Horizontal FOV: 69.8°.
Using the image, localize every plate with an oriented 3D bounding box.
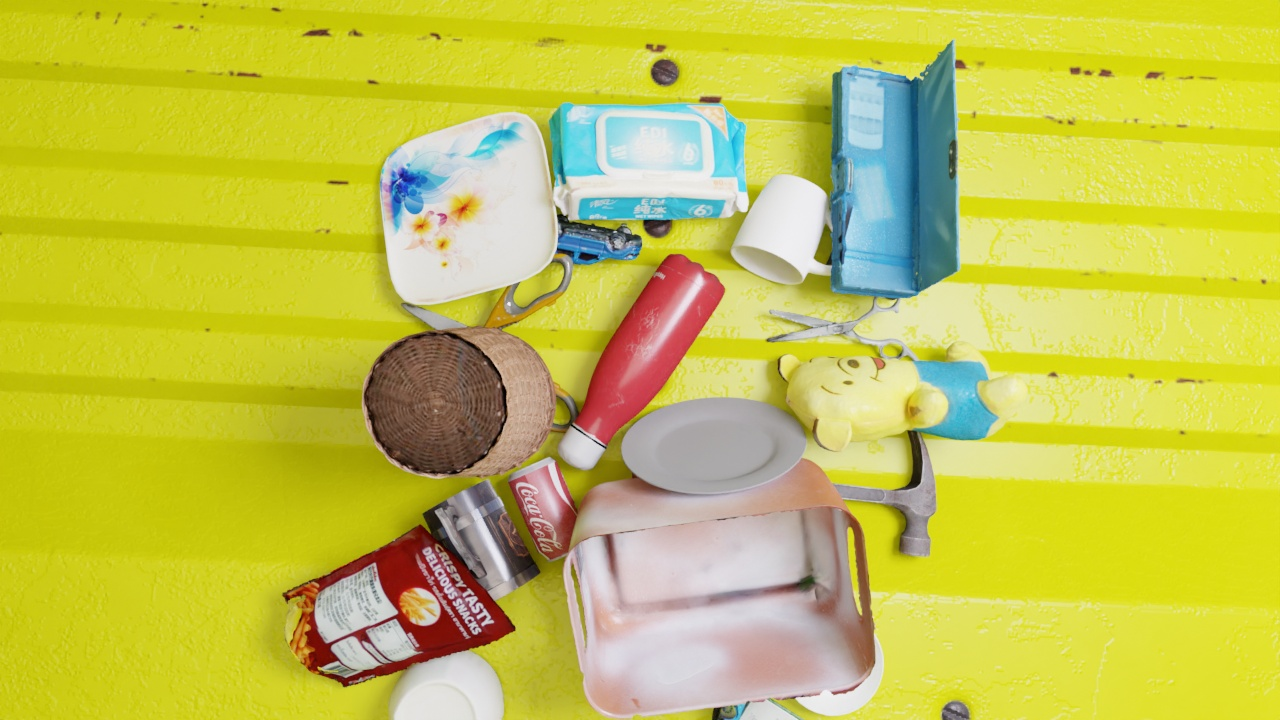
[{"bbox_3d":[-0.176,-0.154,0.944,0.187,0.016,0.186,-13,76,12],"label":"plate"},{"bbox_3d":[0.070,0.083,0.891,0.178,0.178,0.012,-7,115,-2],"label":"plate"},{"bbox_3d":[0.194,0.307,0.940,0.104,0.026,0.104,0,86,0],"label":"plate"}]

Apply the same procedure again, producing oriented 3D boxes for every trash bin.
[{"bbox_3d":[0.071,0.202,0.859,0.260,0.157,0.181,-8,104,3],"label":"trash bin"},{"bbox_3d":[-0.161,0.042,0.835,0.151,0.210,0.151,0,91,1],"label":"trash bin"}]

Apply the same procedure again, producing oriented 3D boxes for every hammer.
[{"bbox_3d":[0.148,0.116,0.949,0.314,0.035,0.137,6,86,0],"label":"hammer"}]

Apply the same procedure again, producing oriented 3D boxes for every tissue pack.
[{"bbox_3d":[0.013,-0.203,0.939,0.209,0.066,0.117,-1,70,-9],"label":"tissue pack"}]

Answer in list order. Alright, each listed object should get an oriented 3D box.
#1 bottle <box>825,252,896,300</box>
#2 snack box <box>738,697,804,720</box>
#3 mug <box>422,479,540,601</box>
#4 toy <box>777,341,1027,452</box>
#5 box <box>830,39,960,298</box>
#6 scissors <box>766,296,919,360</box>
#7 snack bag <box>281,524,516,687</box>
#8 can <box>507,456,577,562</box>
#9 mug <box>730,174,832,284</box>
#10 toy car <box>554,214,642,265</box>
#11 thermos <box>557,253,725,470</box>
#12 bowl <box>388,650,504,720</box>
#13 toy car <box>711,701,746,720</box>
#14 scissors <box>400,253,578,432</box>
[{"bbox_3d":[0.266,-0.160,0.964,0.084,0.046,0.173,22,86,1],"label":"bottle"},{"bbox_3d":[0.151,0.434,0.930,0.168,0.027,0.132,32,87,1],"label":"snack box"},{"bbox_3d":[-0.161,0.182,0.898,0.080,0.116,0.107,-28,86,0],"label":"mug"},{"bbox_3d":[0.249,0.038,0.905,0.214,0.148,0.084,-5,108,3],"label":"toy"},{"bbox_3d":[0.245,-0.184,0.879,0.094,0.112,0.231,5,80,-12],"label":"box"},{"bbox_3d":[0.216,-0.024,0.964,0.142,0.014,0.147,-29,115,21],"label":"scissors"},{"bbox_3d":[-0.240,0.243,0.877,0.208,0.066,0.139,-24,105,23],"label":"snack bag"},{"bbox_3d":[-0.094,0.151,0.932,0.054,0.054,0.096,-23,87,-3],"label":"can"},{"bbox_3d":[0.162,-0.130,0.939,0.114,0.081,0.087,22,79,17],"label":"mug"},{"bbox_3d":[-0.058,-0.124,0.955,0.120,0.056,0.044,9,107,5],"label":"toy car"},{"bbox_3d":[-0.005,0.005,0.934,0.073,0.073,0.240,34,86,1],"label":"thermos"},{"bbox_3d":[-0.196,0.349,0.910,0.116,0.066,0.116,0,85,-1],"label":"bowl"},{"bbox_3d":[0.101,0.324,0.927,0.032,0.048,0.105,23,84,-3],"label":"toy car"},{"bbox_3d":[-0.139,-0.008,0.950,0.225,0.016,0.229,-35,94,8],"label":"scissors"}]
